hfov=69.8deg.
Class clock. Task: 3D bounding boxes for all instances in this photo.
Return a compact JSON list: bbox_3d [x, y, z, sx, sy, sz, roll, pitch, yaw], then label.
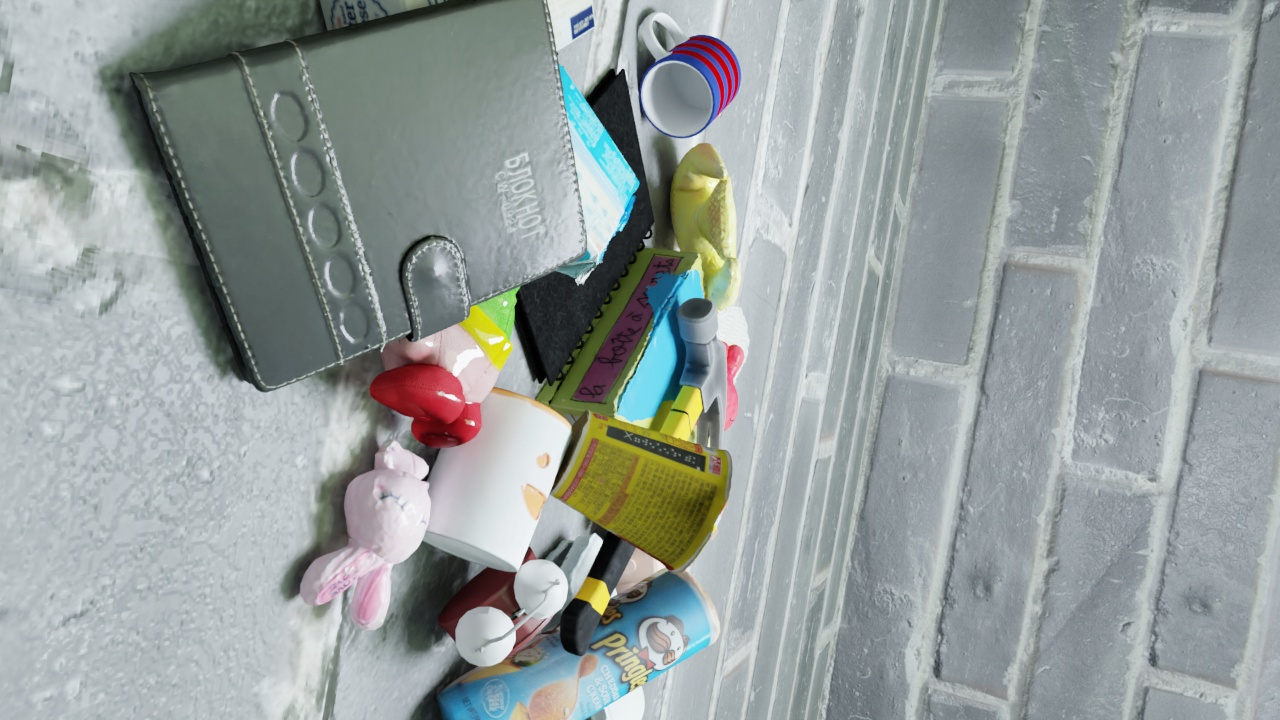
[{"bbox_3d":[-0.097,0.177,0.654,0.087,0.125,0.044,-38,98,-21],"label":"clock"},{"bbox_3d":[0.018,0.193,0.947,0.160,0.086,0.131,-8,96,-69],"label":"clock"}]

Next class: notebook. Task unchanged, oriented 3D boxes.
[{"bbox_3d":[-0.048,-0.112,0.771,0.169,0.019,0.230,76,32,-42],"label":"notebook"},{"bbox_3d":[-0.123,-0.089,0.472,0.208,0.029,0.170,-27,126,-28],"label":"notebook"}]

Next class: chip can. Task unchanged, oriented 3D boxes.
[{"bbox_3d":[-0.048,0.244,0.734,0.229,0.080,0.080,-21,123,-29],"label":"chip can"}]

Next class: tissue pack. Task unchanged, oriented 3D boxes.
[{"bbox_3d":[-0.061,-0.130,0.643,0.144,0.062,0.092,50,49,-37],"label":"tissue pack"}]

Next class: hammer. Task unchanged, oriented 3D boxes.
[{"bbox_3d":[0.010,0.106,0.786,0.170,0.034,0.323,78,31,-43],"label":"hammer"}]

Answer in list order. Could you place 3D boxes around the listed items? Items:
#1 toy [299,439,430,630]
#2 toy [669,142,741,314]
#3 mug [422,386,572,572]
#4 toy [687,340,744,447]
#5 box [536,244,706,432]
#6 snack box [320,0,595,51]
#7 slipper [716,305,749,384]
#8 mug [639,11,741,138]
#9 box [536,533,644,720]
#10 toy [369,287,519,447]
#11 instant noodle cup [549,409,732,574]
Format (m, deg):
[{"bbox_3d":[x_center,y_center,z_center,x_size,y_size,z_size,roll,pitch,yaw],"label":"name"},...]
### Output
[{"bbox_3d":[-0.158,0.104,0.555,0.063,0.047,0.109,48,57,-52],"label":"toy"},{"bbox_3d":[0.070,-0.132,0.934,0.155,0.064,0.170,-172,-106,-81],"label":"toy"},{"bbox_3d":[-0.102,0.082,0.632,0.082,0.082,0.105,59,46,-58],"label":"mug"},{"bbox_3d":[0.073,0.044,0.956,0.091,0.045,0.135,27,80,-55],"label":"toy"},{"bbox_3d":[-0.005,0.005,0.851,0.124,0.079,0.220,75,30,-45],"label":"box"},{"bbox_3d":[-0.100,-0.222,0.544,0.207,0.057,0.104,-54,146,-48],"label":"snack box"},{"bbox_3d":[0.037,0.031,0.985,0.271,0.054,0.114,-45,135,-41],"label":"slipper"},{"bbox_3d":[0.039,-0.274,0.859,0.112,0.075,0.076,59,39,-19],"label":"mug"},{"bbox_3d":[-0.038,0.267,0.839,0.118,0.063,0.214,-43,119,-58],"label":"box"},{"bbox_3d":[-0.105,-0.014,0.577,0.124,0.097,0.131,64,29,-61],"label":"toy"},{"bbox_3d":[-0.005,0.090,0.677,0.100,0.112,0.100,-61,-169,21],"label":"instant noodle cup"}]
